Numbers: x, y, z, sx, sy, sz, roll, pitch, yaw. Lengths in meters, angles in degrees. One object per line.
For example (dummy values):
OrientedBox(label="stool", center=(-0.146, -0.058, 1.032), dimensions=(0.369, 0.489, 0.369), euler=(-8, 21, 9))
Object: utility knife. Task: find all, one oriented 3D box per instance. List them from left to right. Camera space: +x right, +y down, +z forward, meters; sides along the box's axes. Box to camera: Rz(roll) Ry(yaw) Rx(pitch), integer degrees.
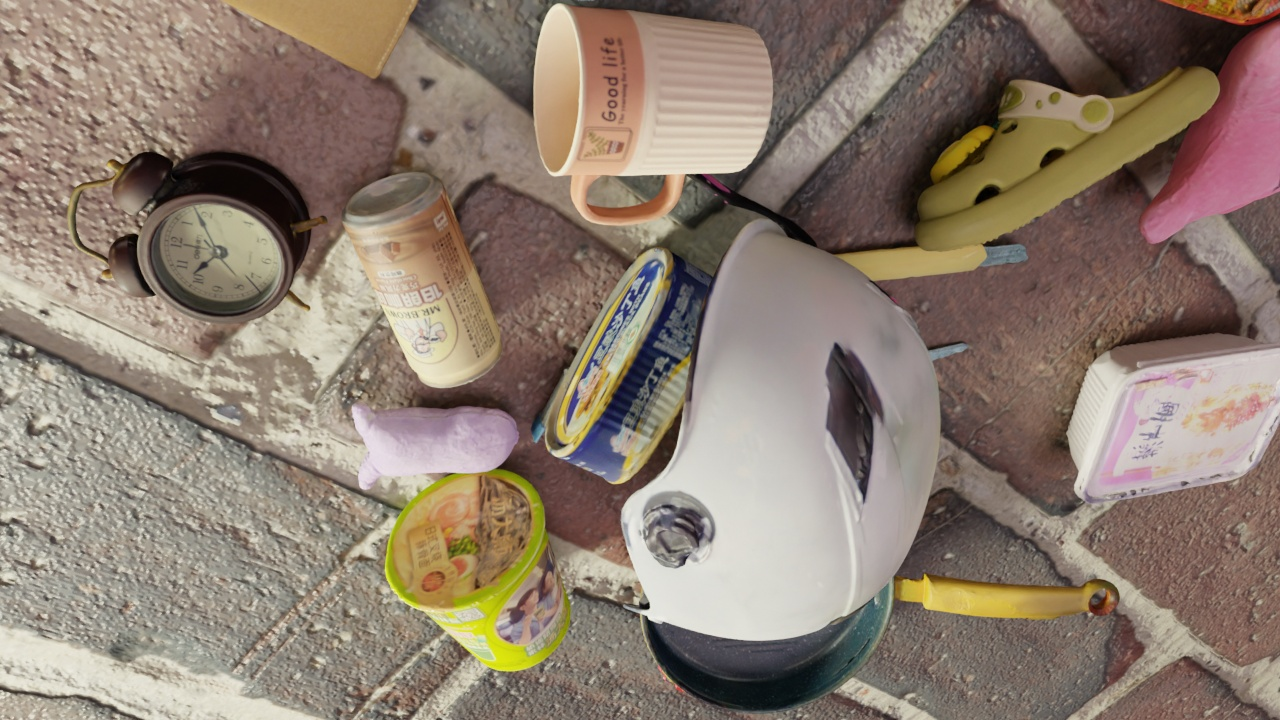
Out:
OrientedBox(label="utility knife", center=(0.184, -0.065, 0.627), dimensions=(0.188, 0.020, 0.031), euler=(-2, 142, -8))

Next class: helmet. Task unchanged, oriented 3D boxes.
OrientedBox(label="helmet", center=(0.098, 0.057, 0.539), dimensions=(0.146, 0.228, 0.259), euler=(20, 129, 15))

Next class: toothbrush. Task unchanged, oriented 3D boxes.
OrientedBox(label="toothbrush", center=(0.038, -0.109, 0.561), dimensions=(0.189, 0.014, 0.018), euler=(27, 132, -27))

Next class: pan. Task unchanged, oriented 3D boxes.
OrientedBox(label="pan", center=(0.178, 0.180, 0.705), dimensions=(0.357, 0.078, 0.198), euler=(-4, 106, -4))

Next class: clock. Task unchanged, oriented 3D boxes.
OrientedBox(label="clock", center=(-0.233, -0.066, 0.486), dimensions=(0.122, 0.055, 0.082), euler=(11, 119, -20))

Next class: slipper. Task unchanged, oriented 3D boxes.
OrientedBox(label="slipper", center=(0.251, -0.137, 0.572), dimensions=(0.191, 0.091, 0.081), euler=(-29, 87, 15))

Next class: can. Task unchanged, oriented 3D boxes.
OrientedBox(label="can", center=(-0.123, -0.045, 0.529), dimensions=(0.058, 0.058, 0.116), euler=(-19, 126, -3))
OrientedBox(label="can", center=(-0.003, 0.003, 0.576), dimensions=(0.049, 0.074, 0.148), euler=(27, 94, -27))

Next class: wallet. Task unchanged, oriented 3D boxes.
OrientedBox(label="wallet", center=(-0.160, -0.198, 0.434), dimensions=(0.115, 0.033, 0.090), euler=(23, 117, -29))

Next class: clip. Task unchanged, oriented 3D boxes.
OrientedBox(label="clip", center=(-0.053, 0.030, 0.622), dimensions=(0.045, 0.027, 0.058), euler=(14, 115, -15))

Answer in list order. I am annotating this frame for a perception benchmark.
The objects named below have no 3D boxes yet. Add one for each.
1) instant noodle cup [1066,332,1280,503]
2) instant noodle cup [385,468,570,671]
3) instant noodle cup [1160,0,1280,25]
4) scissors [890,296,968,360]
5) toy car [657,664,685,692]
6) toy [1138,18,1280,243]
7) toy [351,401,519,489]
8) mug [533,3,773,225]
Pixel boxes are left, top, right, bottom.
OrientedBox(label="instant noodle cup", center=(0.428, 0.039, 0.743), dimensions=(0.173, 0.060, 0.138), euler=(-6, 124, -10))
OrientedBox(label="instant noodle cup", center=(-0.104, 0.157, 0.647), dimensions=(0.111, 0.111, 0.123), euler=(-20, 133, -2))
OrientedBox(label="instant noodle cup", center=(0.296, -0.278, 0.481), dimensions=(0.188, 0.079, 0.165), euler=(7, 121, -19))
OrientedBox(label="scissors", center=(0.179, 0.007, 0.679), dimensions=(0.131, 0.017, 0.133), euler=(-39, 128, 9))
OrientedBox(label="toy car", center=(0.060, 0.232, 0.777), dimensions=(0.053, 0.045, 0.121), euler=(16, 115, -26))
OrientedBox(label="toy", center=(0.412, -0.167, 0.586), dimensions=(0.178, 0.074, 0.195), euler=(-21, 142, -29))
OrientedBox(label="toy", center=(-0.134, 0.056, 0.607), dimensions=(0.108, 0.039, 0.084), euler=(-3, 138, -20))
OrientedBox(label="mug", center=(0.002, -0.127, 0.492), dimensions=(0.105, 0.081, 0.115), euler=(-4, 125, -22))
